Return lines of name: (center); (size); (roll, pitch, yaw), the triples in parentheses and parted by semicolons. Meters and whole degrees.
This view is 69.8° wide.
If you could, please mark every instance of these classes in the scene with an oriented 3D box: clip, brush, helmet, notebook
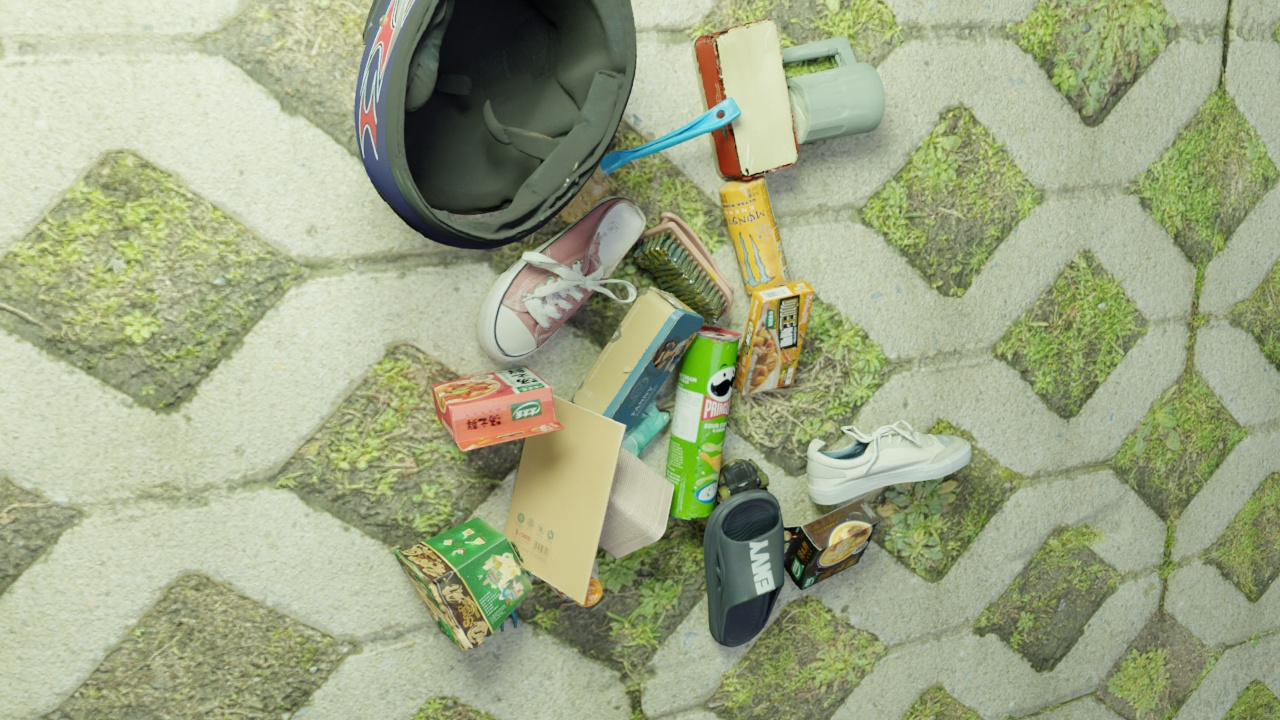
clip: (-0.162, 0.304, 1.120); (0.043, 0.014, 0.056); (-6, 107, -22)
brush: (0.061, -0.106, 1.091); (0.145, 0.063, 0.072); (45, 53, -26)
helmet: (-0.148, -0.249, 0.859); (0.247, 0.241, 0.315); (30, 79, -27)
notebook: (-0.092, 0.151, 1.044); (0.008, 0.148, 0.208); (4, 102, -49)
brush: (-0.007, -0.226, 1.007); (0.254, 0.046, 0.083); (-25, 72, -5)

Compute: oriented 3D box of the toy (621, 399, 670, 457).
toy: (-0.006, 0.083, 1.125); (0.091, 0.030, 0.096); (-45, 108, -13)

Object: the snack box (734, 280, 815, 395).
snack box: (0.164, -0.026, 1.136); (0.075, 0.026, 0.154); (-12, 134, -20)

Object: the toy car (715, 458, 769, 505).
toy car: (0.135, 0.201, 1.205); (0.070, 0.042, 0.158); (-20, 116, -18)

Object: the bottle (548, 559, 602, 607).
bottle: (-0.080, 0.253, 1.089); (0.063, 0.108, 0.063); (-5, 103, -22)

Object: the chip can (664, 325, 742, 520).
chip can: (0.072, 0.077, 1.133); (0.072, 0.072, 0.236); (3, 102, -24)

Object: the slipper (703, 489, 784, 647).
slipper: (0.146, 0.281, 1.174); (0.110, 0.083, 0.269); (-17, 126, -23)

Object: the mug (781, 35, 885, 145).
mug: (0.219, -0.324, 1.100); (0.103, 0.084, 0.124); (-16, 82, -18)

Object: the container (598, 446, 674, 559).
container: (-0.034, 0.159, 1.086); (0.090, 0.089, 0.111); (-32, 117, 35)

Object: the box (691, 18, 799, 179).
box: (0.127, -0.300, 1.058); (0.091, 0.080, 0.168); (-20, 110, -17)

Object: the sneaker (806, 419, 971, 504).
sneaker: (0.336, 0.122, 1.252); (0.242, 0.089, 0.091); (-12, 103, -13)

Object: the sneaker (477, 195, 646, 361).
sneaker: (-0.081, -0.090, 1.017); (0.241, 0.088, 0.118); (-45, 115, -8)

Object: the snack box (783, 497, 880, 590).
snack box: (0.246, 0.249, 1.234); (0.125, 0.053, 0.113); (-20, 144, -22)

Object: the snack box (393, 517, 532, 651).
snack box: (-0.196, 0.248, 1.048); (0.105, 0.118, 0.118); (-33, 116, -26)

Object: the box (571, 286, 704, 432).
box: (-0.006, 0.006, 1.055); (0.184, 0.059, 0.089); (-59, 157, 13)

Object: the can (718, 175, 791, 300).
can: (0.140, -0.148, 1.113); (0.058, 0.058, 0.146); (-24, 111, -16)

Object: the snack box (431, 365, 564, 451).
snack box: (-0.157, 0.049, 0.997); (0.113, 0.127, 0.044); (-12, 107, -21)
